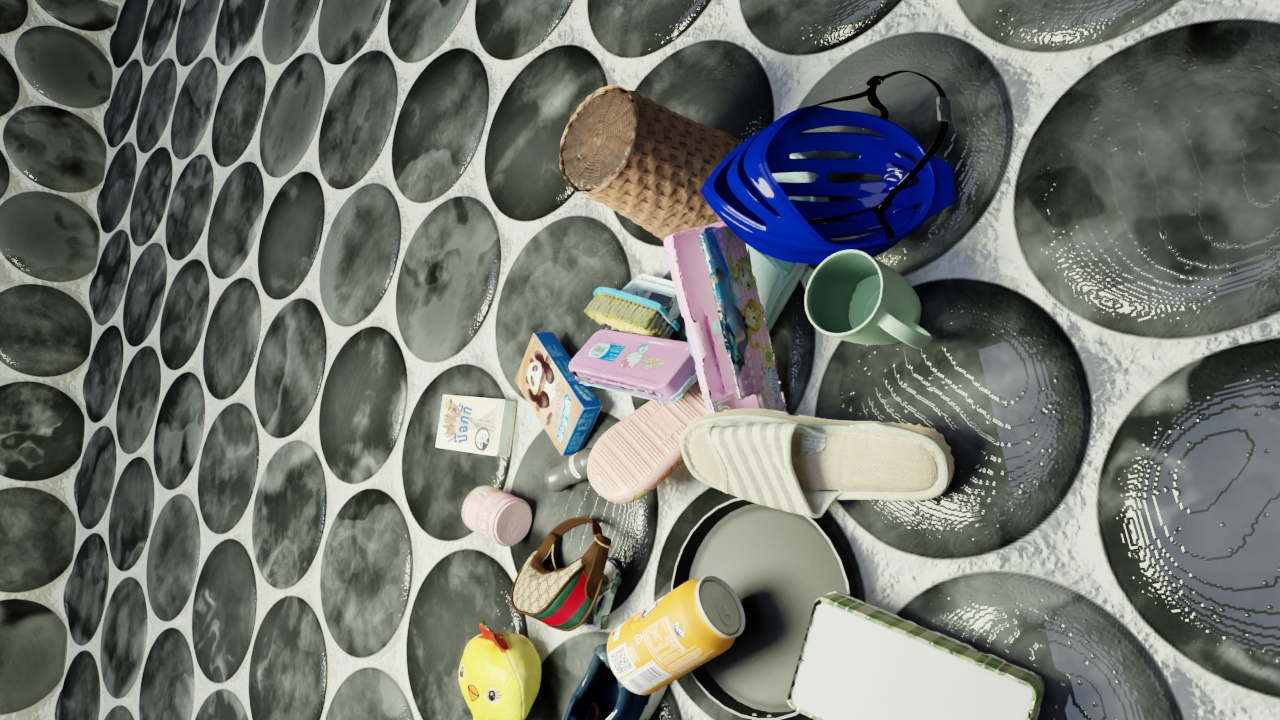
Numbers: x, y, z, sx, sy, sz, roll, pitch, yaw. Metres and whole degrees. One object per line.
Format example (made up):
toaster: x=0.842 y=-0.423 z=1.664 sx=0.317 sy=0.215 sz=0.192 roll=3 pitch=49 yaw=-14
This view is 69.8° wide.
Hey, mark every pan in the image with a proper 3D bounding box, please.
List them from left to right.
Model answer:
pan: x=0.127 y=0.321 z=0.948 sx=0.226 sy=0.034 sz=0.356 roll=-13 pitch=72 yaw=40

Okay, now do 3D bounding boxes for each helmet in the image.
helmet: x=0.188 y=-0.183 z=0.865 sx=0.228 sy=0.241 sz=0.147 roll=107 pitch=164 yaw=-75

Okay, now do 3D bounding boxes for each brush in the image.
brush: x=-0.008 y=-0.072 z=1.148 sx=0.136 sy=0.055 sz=0.075 roll=20 pitch=72 yaw=43

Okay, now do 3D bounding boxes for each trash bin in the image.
trash bin: x=0.017 y=-0.217 z=1.048 sx=0.152 sy=0.209 sz=0.151 roll=-12 pitch=72 yaw=41

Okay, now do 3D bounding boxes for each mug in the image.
mug: x=0.231 y=-0.047 z=0.886 sx=0.111 sy=0.104 sz=0.084 roll=45 pitch=111 yaw=40

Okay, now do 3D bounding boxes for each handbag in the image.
handbag: x=-0.093 y=0.256 z=1.128 sx=0.167 sy=0.063 sz=0.138 roll=-16 pitch=48 yaw=61

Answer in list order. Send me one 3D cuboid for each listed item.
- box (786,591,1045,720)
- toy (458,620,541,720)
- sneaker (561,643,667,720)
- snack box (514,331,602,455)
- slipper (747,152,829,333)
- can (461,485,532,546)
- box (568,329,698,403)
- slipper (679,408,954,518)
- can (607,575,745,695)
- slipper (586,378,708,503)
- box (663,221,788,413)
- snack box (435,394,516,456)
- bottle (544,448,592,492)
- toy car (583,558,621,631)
box: x=0.240 y=0.296 z=0.818 sx=0.206 sy=0.050 sz=0.117 roll=15 pitch=94 yaw=33
toy: x=-0.179 y=0.431 z=1.173 sx=0.134 sy=0.092 sz=0.208 roll=20 pitch=104 yaw=49
sneaker: x=-0.068 y=0.448 z=1.040 sx=0.121 sy=0.127 sz=0.295 roll=29 pitch=103 yaw=44
snack box: x=-0.111 y=0.042 z=1.215 sx=0.151 sy=0.034 sz=0.087 roll=53 pitch=132 yaw=35
slipper: x=0.128 y=-0.115 z=1.018 sx=0.104 sy=0.074 sz=0.245 roll=31 pitch=103 yaw=41
can: x=-0.194 y=0.210 z=1.245 sx=0.076 sy=0.067 sz=0.067 roll=14 pitch=90 yaw=44
box: x=-0.006 y=0.007 z=1.098 sx=0.076 sy=0.036 sz=0.214 roll=-51 pitch=31 yaw=-19
slipper: x=0.164 y=0.101 z=0.901 sx=0.273 sy=0.053 sz=0.114 roll=1 pitch=125 yaw=27
can: x=0.036 y=0.288 z=0.963 sx=0.143 sy=0.079 sz=0.079 roll=-41 pitch=56 yaw=30
slipper: x=0.032 y=0.095 z=1.062 sx=0.197 sy=0.081 sz=0.093 roll=-40 pitch=54 yaw=0
box: x=0.098 y=-0.030 z=0.954 sx=0.077 sy=0.084 sz=0.230 roll=-171 pitch=66 yaw=-75
snack box: x=-0.242 y=0.094 z=1.342 sx=0.150 sy=0.026 sz=0.082 roll=2 pitch=82 yaw=43
bottle: x=-0.077 y=0.136 z=1.175 sx=0.110 sy=0.036 sz=0.036 roll=-30 pitch=61 yaw=34
toy car: x=-0.051 y=0.286 z=1.124 sx=0.039 sy=0.027 sz=0.090 roll=20 pitch=94 yaw=45
